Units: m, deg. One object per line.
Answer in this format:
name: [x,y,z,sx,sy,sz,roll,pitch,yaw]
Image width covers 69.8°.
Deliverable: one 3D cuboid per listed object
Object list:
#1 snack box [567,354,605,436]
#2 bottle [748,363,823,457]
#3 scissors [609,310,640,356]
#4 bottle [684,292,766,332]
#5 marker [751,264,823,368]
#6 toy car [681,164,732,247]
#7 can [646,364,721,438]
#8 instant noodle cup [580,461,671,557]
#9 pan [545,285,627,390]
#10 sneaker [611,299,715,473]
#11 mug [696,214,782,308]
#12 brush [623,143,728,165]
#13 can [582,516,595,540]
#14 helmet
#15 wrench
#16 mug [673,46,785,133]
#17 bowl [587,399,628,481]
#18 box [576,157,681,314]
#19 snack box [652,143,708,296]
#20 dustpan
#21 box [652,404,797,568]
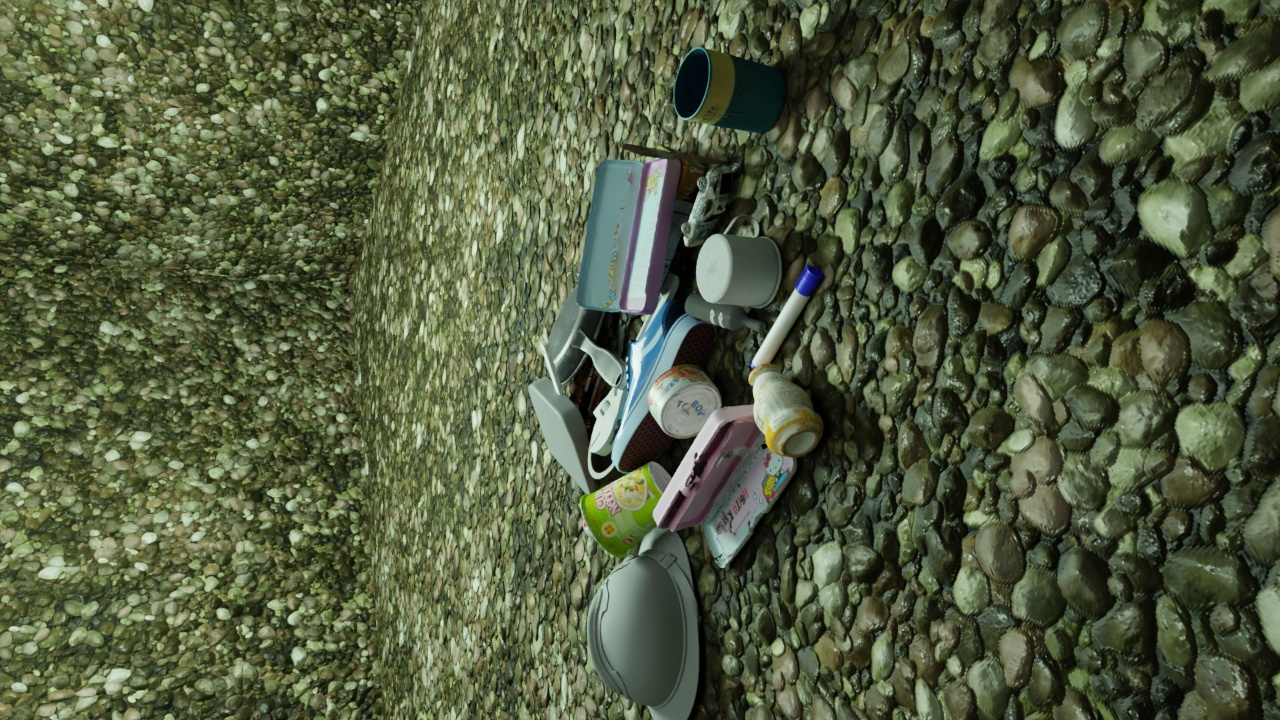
snack box: [-0.091,0.057,1.489,0.051,0.031,0.141,57,135,50]
bottle: [0.150,0.050,0.980,0.108,0.063,0.063,-112,36,-45]
scissors: [-0.025,-0.096,1.397,0.210,0.015,0.146,-63,37,35]
bottle: [0.104,-0.054,1.100,0.113,0.030,0.030,23,107,42]
marker: [0.160,-0.044,1.018,0.142,0.020,0.020,-64,34,37]
toy car: [0.088,-0.192,1.157,0.040,0.048,0.113,35,124,24]
can: [0.055,0.051,1.140,0.043,0.086,0.086,54,133,50]
instant noodle cup: [-0.009,0.191,1.213,0.108,0.099,0.098,-37,46,15]
pan: [-0.079,-0.025,1.393,0.187,0.055,0.357,-64,19,9]
sneaker: [0.015,0.030,1.217,0.098,0.083,0.242,43,116,43]
mug: [0.112,-0.118,1.069,0.084,0.070,0.113,-31,61,59]
brush: [0.050,-0.251,1.129,0.045,0.142,0.008,35,119,50]
can: [-0.041,0.221,1.331,0.105,0.064,0.064,-50,44,50]
helmet: [-0.015,0.346,1.202,0.184,0.117,0.270,-39,51,56]
wrench: [-0.008,0.007,1.276,0.273,0.018,0.086,-64,24,11]
mug: [0.097,-0.316,1.085,0.114,0.107,0.083,16,102,63]
bowl: [-0.021,0.119,1.310,0.122,0.056,0.121,-47,31,41]
box: [-0.015,-0.170,1.249,0.150,0.048,0.214,9,89,41]
snack box: [0.025,-0.195,1.272,0.101,0.031,0.186,49,123,55]
dustpan: [-0.130,0.082,1.452,0.163,0.033,0.258,40,151,49]
box: [0.099,0.152,1.055,0.102,0.086,0.202,56,136,33]
